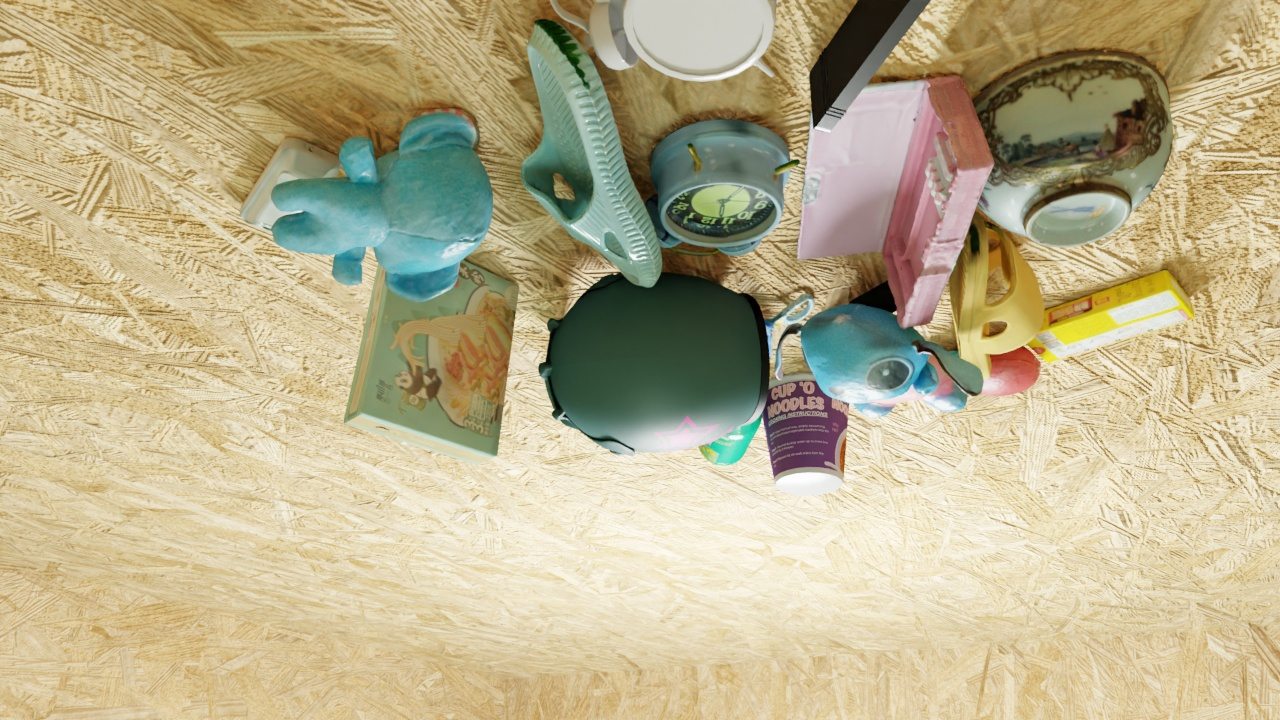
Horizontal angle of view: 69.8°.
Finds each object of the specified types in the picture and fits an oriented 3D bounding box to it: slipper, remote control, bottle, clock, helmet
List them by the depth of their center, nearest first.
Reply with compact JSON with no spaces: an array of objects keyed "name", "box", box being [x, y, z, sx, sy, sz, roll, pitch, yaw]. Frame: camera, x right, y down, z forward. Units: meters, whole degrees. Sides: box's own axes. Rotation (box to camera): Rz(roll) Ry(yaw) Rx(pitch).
[{"name":"clock","box":[0.019,-0.238,0.589,0.159,0.061,0.120,9,152,-4]},{"name":"remote control","box":[0.151,-0.217,0.614,0.013,0.058,0.134,10,152,-16]},{"name":"slipper","box":[-0.046,-0.140,0.722,0.069,0.116,0.276,-34,147,-9]},{"name":"clock","box":[0.062,-0.137,0.774,0.118,0.060,0.162,5,156,-9]},{"name":"remote control","box":[-0.313,-0.149,0.814,0.050,0.022,0.134,21,147,-32]},{"name":"slipper","box":[0.334,-0.058,0.867,0.078,0.099,0.263,-8,155,15]},{"name":"helmet","box":[-0.005,0.005,0.922,0.200,0.176,0.275,-3,177,-15]},{"name":"bottle","box":[0.233,-0.052,0.950,0.033,0.033,0.123,19,149,-29]},{"name":"bottle","box":[0.117,0.069,1.140,0.068,0.068,0.210,4,156,-3]}]

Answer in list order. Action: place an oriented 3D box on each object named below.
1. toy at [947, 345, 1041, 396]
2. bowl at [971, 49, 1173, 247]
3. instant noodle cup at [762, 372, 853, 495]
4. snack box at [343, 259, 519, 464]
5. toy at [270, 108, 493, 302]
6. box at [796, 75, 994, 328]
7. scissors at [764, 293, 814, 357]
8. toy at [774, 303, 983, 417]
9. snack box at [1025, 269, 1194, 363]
[{"name":"toy","box":[0.379,0.007,1.028,0.133,0.062,0.092,4,165,31]},{"name":"bowl","box":[0.326,-0.144,0.701,0.160,0.093,0.160,2,153,1]},{"name":"instant noodle cup","box":[0.213,0.098,1.140,0.137,0.121,0.122,5,152,-6]},{"name":"snack box","box":[-0.196,-0.011,0.886,0.141,0.193,0.044,24,148,-35]},{"name":"toy","box":[-0.213,-0.129,0.762,0.180,0.114,0.184,-5,135,-26]},{"name":"box","box":[0.197,-0.118,0.762,0.115,0.106,0.233,-9,153,1]},{"name":"scissors","box":[0.137,-0.039,0.980,0.123,0.016,0.125,-16,148,6]},{"name":"toy","box":[0.249,0.008,0.916,0.224,0.098,0.191,4,163,44]},{"name":"snack box","box":[0.482,-0.043,0.957,0.153,0.025,0.075,-23,143,39]}]
